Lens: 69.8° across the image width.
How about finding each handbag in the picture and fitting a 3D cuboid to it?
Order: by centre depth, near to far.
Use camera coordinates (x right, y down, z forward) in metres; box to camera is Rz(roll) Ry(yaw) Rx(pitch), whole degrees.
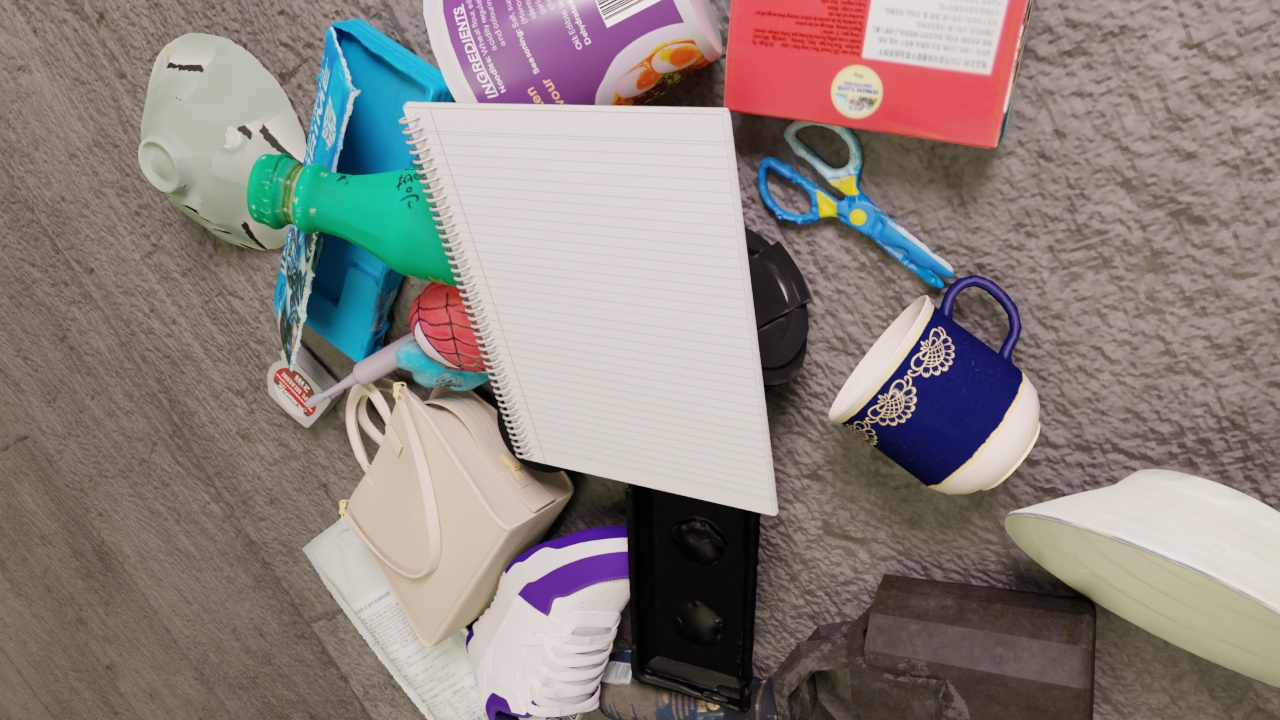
[{"bbox_3d":[0.182,0.238,0.596,0.200,0.102,0.197,1,115,28],"label":"handbag"},{"bbox_3d":[-0.173,0.096,0.732,0.198,0.101,0.195,46,128,15],"label":"handbag"}]

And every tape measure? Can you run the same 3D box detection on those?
[{"bbox_3d":[-0.290,0.022,0.791,0.060,0.020,0.062,47,128,-1],"label":"tape measure"}]

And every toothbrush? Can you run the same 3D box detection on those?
[{"bbox_3d":[-0.186,-0.003,0.694,0.188,0.019,0.018,-26,122,21],"label":"toothbrush"}]

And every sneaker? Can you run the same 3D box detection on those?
[{"bbox_3d":[-0.063,0.222,0.702,0.245,0.091,0.111,-53,44,41],"label":"sneaker"}]

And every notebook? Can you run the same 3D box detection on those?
[{"bbox_3d":[-0.022,-0.020,0.492,0.178,0.013,0.246,9,132,27],"label":"notebook"}]

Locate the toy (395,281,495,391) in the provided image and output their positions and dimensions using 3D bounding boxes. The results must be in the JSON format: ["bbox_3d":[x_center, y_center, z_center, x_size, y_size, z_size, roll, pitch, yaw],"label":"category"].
[{"bbox_3d":[-0.117,-0.014,0.630,0.092,0.062,0.133,20,138,-21],"label":"toy"}]

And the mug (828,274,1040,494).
[{"bbox_3d":[0.173,0.015,0.502,0.089,0.085,0.112,37,101,4],"label":"mug"}]

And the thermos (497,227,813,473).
[{"bbox_3d":[-0.003,0.003,0.580,0.219,0.105,0.106,-32,97,42],"label":"thermos"}]

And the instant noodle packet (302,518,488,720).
[{"bbox_3d":[-0.203,0.256,0.858,0.147,0.057,0.269,-36,90,35],"label":"instant noodle packet"}]

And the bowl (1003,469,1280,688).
[{"bbox_3d":[0.284,0.102,0.470,0.177,0.057,0.177,31,170,6],"label":"bowl"}]

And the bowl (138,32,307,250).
[{"bbox_3d":[-0.336,-0.155,0.694,0.174,0.067,0.174,13,119,25],"label":"bowl"}]

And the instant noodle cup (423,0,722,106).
[{"bbox_3d":[-0.025,-0.168,0.488,0.122,0.121,0.137,-20,103,19],"label":"instant noodle cup"}]

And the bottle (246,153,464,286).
[{"bbox_3d":[-0.128,-0.082,0.556,0.209,0.068,0.068,12,123,-2],"label":"bottle"}]

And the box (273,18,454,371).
[{"bbox_3d":[-0.215,-0.103,0.644,0.092,0.085,0.244,35,126,10],"label":"box"}]

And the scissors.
[{"bbox_3d":[0.121,-0.079,0.519,0.130,0.022,0.071,41,126,0],"label":"scissors"}]

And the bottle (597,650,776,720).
[{"bbox_3d":[0.041,0.260,0.713,0.161,0.056,0.056,-4,113,31],"label":"bottle"}]

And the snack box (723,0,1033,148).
[{"bbox_3d":[0.117,-0.186,0.446,0.143,0.040,0.145,14,122,22],"label":"snack box"}]

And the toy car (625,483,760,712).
[{"bbox_3d":[0.046,0.147,0.642,0.094,0.071,0.192,11,120,22],"label":"toy car"}]
